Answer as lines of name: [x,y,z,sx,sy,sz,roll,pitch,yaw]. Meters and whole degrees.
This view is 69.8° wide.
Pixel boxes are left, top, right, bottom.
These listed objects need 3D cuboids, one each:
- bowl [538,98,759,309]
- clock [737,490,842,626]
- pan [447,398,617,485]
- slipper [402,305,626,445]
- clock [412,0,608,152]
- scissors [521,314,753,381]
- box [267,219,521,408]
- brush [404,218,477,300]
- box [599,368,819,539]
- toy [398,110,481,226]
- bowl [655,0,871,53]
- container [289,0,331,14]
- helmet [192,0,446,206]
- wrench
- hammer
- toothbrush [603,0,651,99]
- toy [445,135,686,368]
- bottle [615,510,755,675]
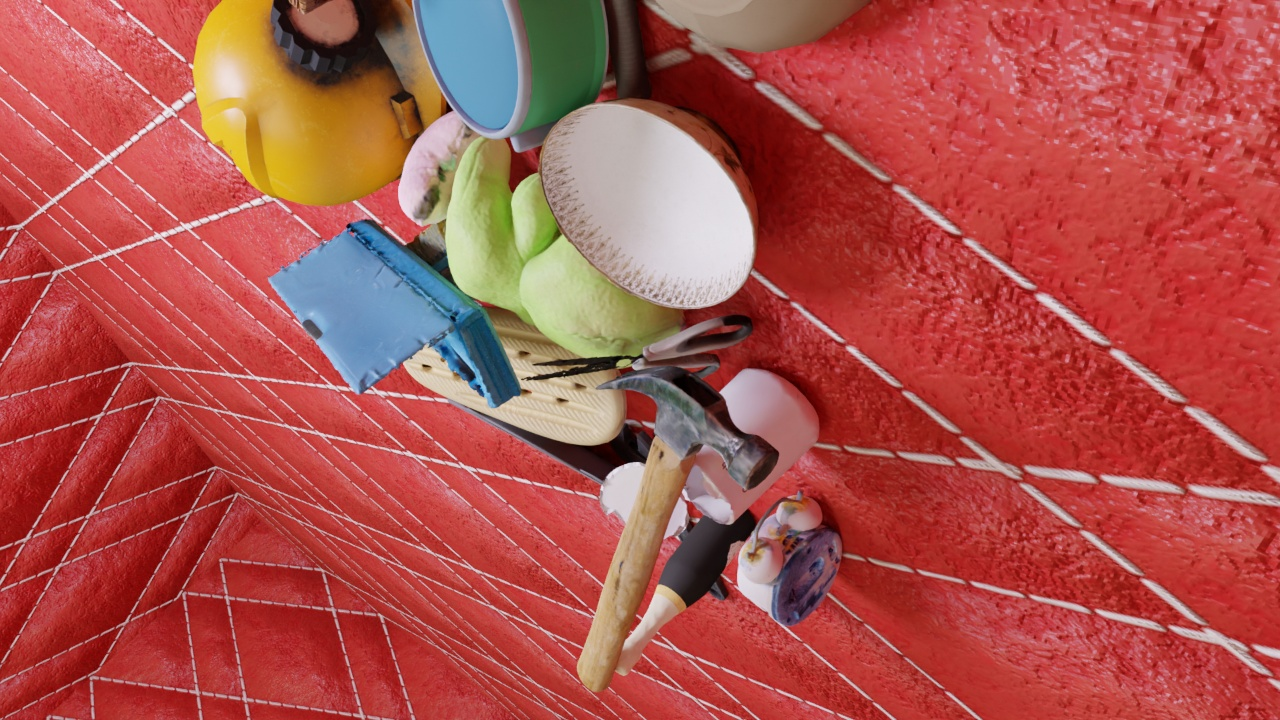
bowl: [0.016,-0.104,0.549,0.145,0.063,0.145,26,146,19]
clock: [0.121,0.162,0.759,0.052,0.088,0.125,26,149,40]
pan: [-0.120,0.076,0.969,0.216,0.024,0.355,35,169,-37]
slipper: [-0.110,-0.004,0.834,0.262,0.079,0.111,13,117,30]
clock: [-0.073,-0.210,0.515,0.122,0.075,0.162,42,145,33]
scissors: [0.006,-0.006,0.636,0.150,0.012,0.164,-29,154,25]
box: [-0.207,-0.024,0.744,0.231,0.112,0.094,36,154,45]
brush: [-0.165,-0.088,0.813,0.075,0.055,0.136,57,150,-13]
box: [0.048,0.078,0.687,0.084,0.146,0.136,53,160,-12]
toy: [-0.155,-0.141,0.703,0.052,0.099,0.096,27,166,-18]
bowl: [0.038,-0.204,0.408,0.152,0.050,0.153,31,149,21]
container: [-0.173,-0.304,0.474,0.113,0.113,0.199,42,150,11]
helmet: [-0.270,-0.202,0.717,0.205,0.131,0.256,48,152,-10]
wrench: [0.037,0.162,0.938,0.073,0.018,0.273,14,141,43]
hammer: [-0.004,0.140,0.672,0.132,0.033,0.331,41,134,27]
toothbrush: [-0.016,-0.220,0.485,0.022,0.024,0.186,-4,136,7]
toy: [-0.055,-0.062,0.659,0.197,0.107,0.150,33,144,15]
bottle: [0.035,0.202,0.818,0.045,0.184,0.045,31,150,21]
